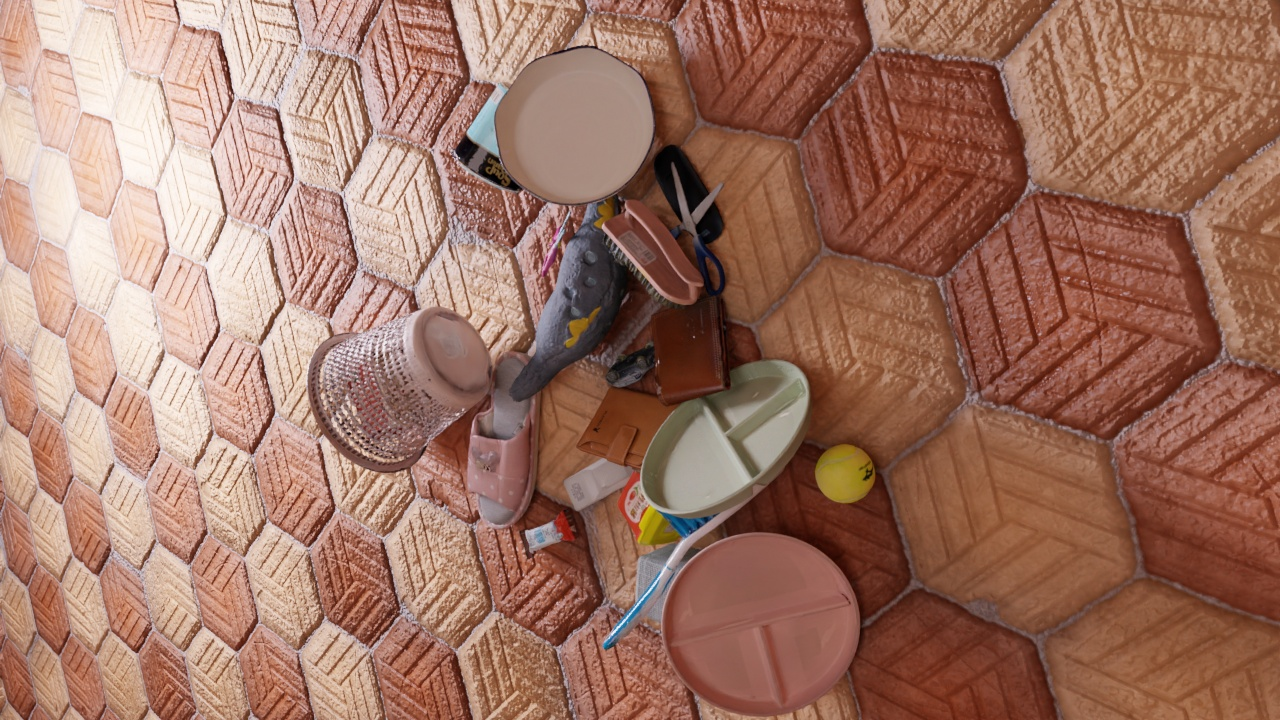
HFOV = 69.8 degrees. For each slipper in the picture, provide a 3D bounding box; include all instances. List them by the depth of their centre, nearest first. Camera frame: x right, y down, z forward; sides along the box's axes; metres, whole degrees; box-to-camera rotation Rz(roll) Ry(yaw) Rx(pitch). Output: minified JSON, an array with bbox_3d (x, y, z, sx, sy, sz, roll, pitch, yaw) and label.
[{"bbox_3d":[-0.202,0.121,1.342,0.114,0.054,0.274,20,105,33],"label":"slipper"}]

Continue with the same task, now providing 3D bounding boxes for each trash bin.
[{"bbox_3d":[-0.331,0.026,1.329,0.193,0.227,0.227,-27,80,28],"label":"trash bin"}]

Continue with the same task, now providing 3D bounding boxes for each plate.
[{"bbox_3d":[0.098,0.089,1.043,0.231,0.229,0.027,-23,120,36],"label":"plate"},{"bbox_3d":[0.139,0.307,1.074,0.229,0.028,0.229,1,101,3],"label":"plate"},{"bbox_3d":[-0.079,-0.289,1.152,0.205,0.045,0.204,-1,80,8],"label":"plate"}]

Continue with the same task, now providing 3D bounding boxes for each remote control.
[{"bbox_3d":[0.055,-0.205,1.128,0.053,0.024,0.136,-39,74,35],"label":"remote control"},{"bbox_3d":[-0.054,0.162,1.260,0.125,0.024,0.049,-34,76,35],"label":"remote control"}]

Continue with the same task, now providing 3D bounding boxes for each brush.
[{"bbox_3d":[0.047,0.207,1.095,0.314,0.060,0.109,-39,90,0],"label":"brush"},{"bbox_3d":[0.020,-0.125,1.111,0.145,0.063,0.073,50,145,14],"label":"brush"}]

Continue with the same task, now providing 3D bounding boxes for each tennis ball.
[{"bbox_3d":[0.228,0.126,1.024,0.066,0.065,0.065,6,100,35],"label":"tennis ball"}]

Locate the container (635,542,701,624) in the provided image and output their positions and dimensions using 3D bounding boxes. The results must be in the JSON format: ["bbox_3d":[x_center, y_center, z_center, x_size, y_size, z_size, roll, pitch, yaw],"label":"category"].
[{"bbox_3d":[0.058,0.289,1.158,0.112,0.090,0.090,10,102,38],"label":"container"}]

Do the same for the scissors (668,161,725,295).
[{"bbox_3d":[0.059,-0.154,1.118,0.176,0.012,0.162,-33,88,48],"label":"scissors"}]

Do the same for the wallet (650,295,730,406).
[{"bbox_3d":[0.062,-0.011,1.128,0.101,0.032,0.124,-18,67,36],"label":"wallet"}]

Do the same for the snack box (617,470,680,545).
[{"bbox_3d":[0.022,0.181,1.178,0.080,0.081,0.091,46,120,38],"label":"snack box"}]

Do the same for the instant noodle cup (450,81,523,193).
[{"bbox_3d":[-0.181,-0.306,1.244,0.111,0.111,0.121,41,109,24],"label":"instant noodle cup"}]

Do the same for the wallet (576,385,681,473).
[{"bbox_3d":[-0.006,0.089,1.179,0.132,0.031,0.107,13,61,35],"label":"wallet"}]

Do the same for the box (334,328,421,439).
[{"bbox_3d":[-0.424,0.042,1.463,0.077,0.091,0.168,-24,81,14],"label":"box"}]

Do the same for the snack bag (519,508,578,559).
[{"bbox_3d":[-0.135,0.252,1.329,0.104,0.026,0.048,-32,71,35],"label":"snack bag"}]

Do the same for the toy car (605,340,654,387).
[{"bbox_3d":[-0.007,0.007,1.194,0.091,0.042,0.034,-27,108,38],"label":"toy car"}]

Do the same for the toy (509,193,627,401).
[{"bbox_3d":[-0.084,-0.083,1.206,0.138,0.091,0.357,42,115,45],"label":"toy"}]

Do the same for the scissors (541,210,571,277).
[{"bbox_3d":[-0.111,-0.150,1.203,0.017,0.137,0.093,21,86,-11],"label":"scissors"}]
